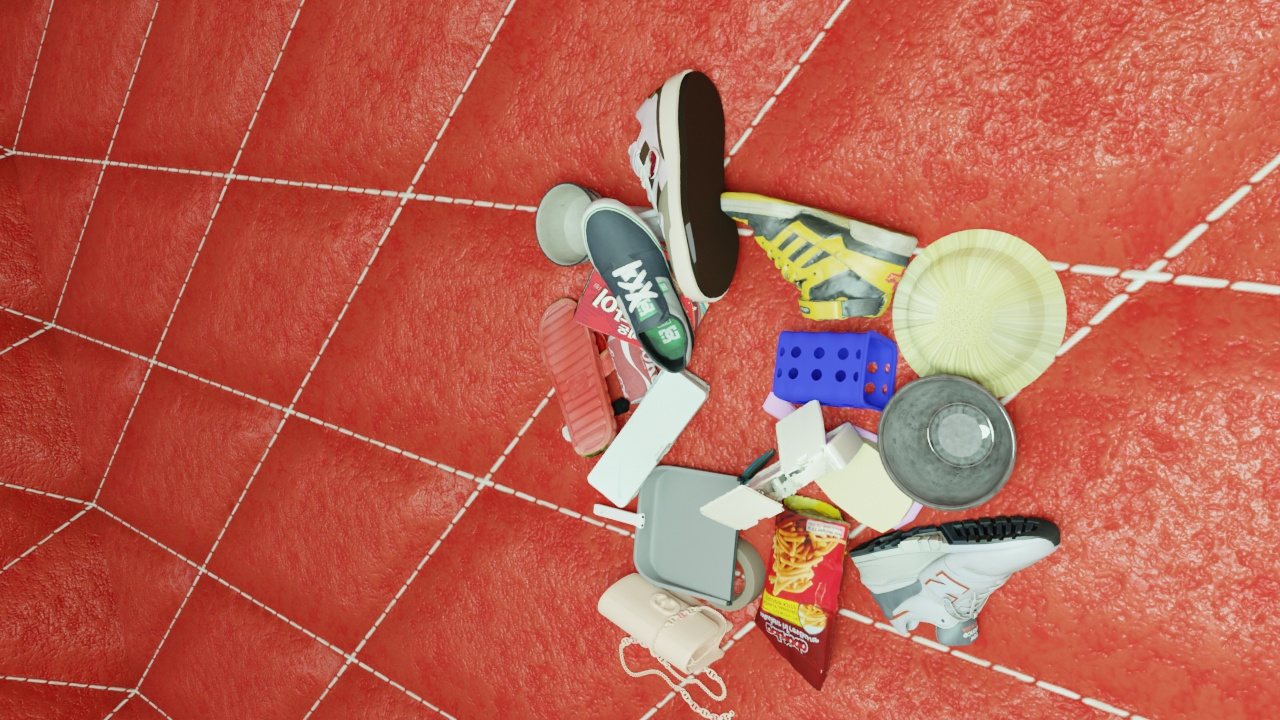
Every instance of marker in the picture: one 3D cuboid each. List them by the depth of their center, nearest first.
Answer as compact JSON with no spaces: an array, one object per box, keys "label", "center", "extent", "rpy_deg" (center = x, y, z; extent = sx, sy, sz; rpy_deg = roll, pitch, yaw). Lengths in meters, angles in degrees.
[{"label":"marker","center":[-0.063,0.084,1.325],"extent":[0.126,0.025,0.025],"rpy_deg":[-29,78,36]}]

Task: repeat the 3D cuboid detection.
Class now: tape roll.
[{"label":"tape roll","center":[0.117,0.280,1.208],"extent":[0.094,0.030,0.094],"rpy_deg":[5,99,37]}]

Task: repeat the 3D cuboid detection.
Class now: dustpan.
[{"label":"dustpan","center":[0.028,0.223,1.249],"extent":[0.258,0.033,0.163],"rpy_deg":[4,88,50]}]

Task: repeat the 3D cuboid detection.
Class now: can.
[{"label":"can","center":[-0.007,0.007,1.255],"extent":[0.054,0.053,0.096],"rpy_deg":[-23,81,37]}]

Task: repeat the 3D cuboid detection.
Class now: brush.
[{"label":"brush","center":[0.231,0.111,1.093],"extent":[0.229,0.043,0.089],"rpy_deg":[38,116,27]}]

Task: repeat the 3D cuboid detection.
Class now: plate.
[{"label":"plate","center":[0.353,-0.048,0.985],"extent":[0.185,0.036,0.184],"rpy_deg":[5,99,37]}]

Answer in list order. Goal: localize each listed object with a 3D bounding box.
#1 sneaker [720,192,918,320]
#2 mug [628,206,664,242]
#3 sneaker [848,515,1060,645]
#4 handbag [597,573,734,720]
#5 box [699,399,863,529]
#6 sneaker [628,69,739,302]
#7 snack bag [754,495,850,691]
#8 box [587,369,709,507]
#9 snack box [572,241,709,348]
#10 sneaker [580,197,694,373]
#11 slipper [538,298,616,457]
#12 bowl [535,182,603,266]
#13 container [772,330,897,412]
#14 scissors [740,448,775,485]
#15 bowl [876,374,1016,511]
[{"label":"sneaker","center":[0.190,-0.118,1.067],"extent":[0.239,0.085,0.122],"rpy_deg":[21,104,30]},{"label":"mug","center":[-0.008,-0.176,1.211],"extent":[0.107,0.089,0.071],"rpy_deg":[-24,81,37]},{"label":"sneaker","center":[0.350,0.245,1.001],"extent":[0.240,0.088,0.124],"rpy_deg":[-17,89,46]},{"label":"handbag","center":[0.027,0.405,1.237],"extent":[0.199,0.116,0.187],"rpy_deg":[26,110,32]},{"label":"box","center":[0.150,0.117,1.005],"extent":[0.144,0.181,0.081],"rpy_deg":[-36,85,28]},{"label":"sneaker","center":[0.039,-0.207,1.140],"extent":[0.117,0.111,0.293],"rpy_deg":[-14,78,40]},{"label":"snack bag","center":[0.199,0.275,1.122],"extent":[0.139,0.066,0.208],"rpy_deg":[25,113,55]},{"label":"box","center":[0.009,0.099,1.211],"extent":[0.199,0.086,0.072],"rpy_deg":[-56,22,14]},{"label":"snack box","center":[0.008,-0.086,1.187],"extent":[0.152,0.035,0.133],"rpy_deg":[22,114,-9]},{"label":"sneaker","center":[0.001,-0.088,1.121],"extent":[0.084,0.079,0.235],"rpy_deg":[-25,112,13]},{"label":"slipper","center":[-0.077,0.021,1.307],"extent":[0.104,0.059,0.248],"rpy_deg":[-35,61,31]},{"label":"bowl","center":[-0.086,-0.190,1.287],"extent":[0.116,0.059,0.115],"rpy_deg":[5,98,37]},{"label":"container","center":[0.223,0.012,1.055],"extent":[0.114,0.085,0.084],"rpy_deg":[3,81,38]},{"label":"scissors","center":[0.132,0.163,1.191],"extent":[0.130,0.019,0.135],"rpy_deg":[5,91,45]},{"label":"bowl","center":[0.338,0.085,0.992],"extent":[0.145,0.067,0.145],"rpy_deg":[4,96,35]}]
